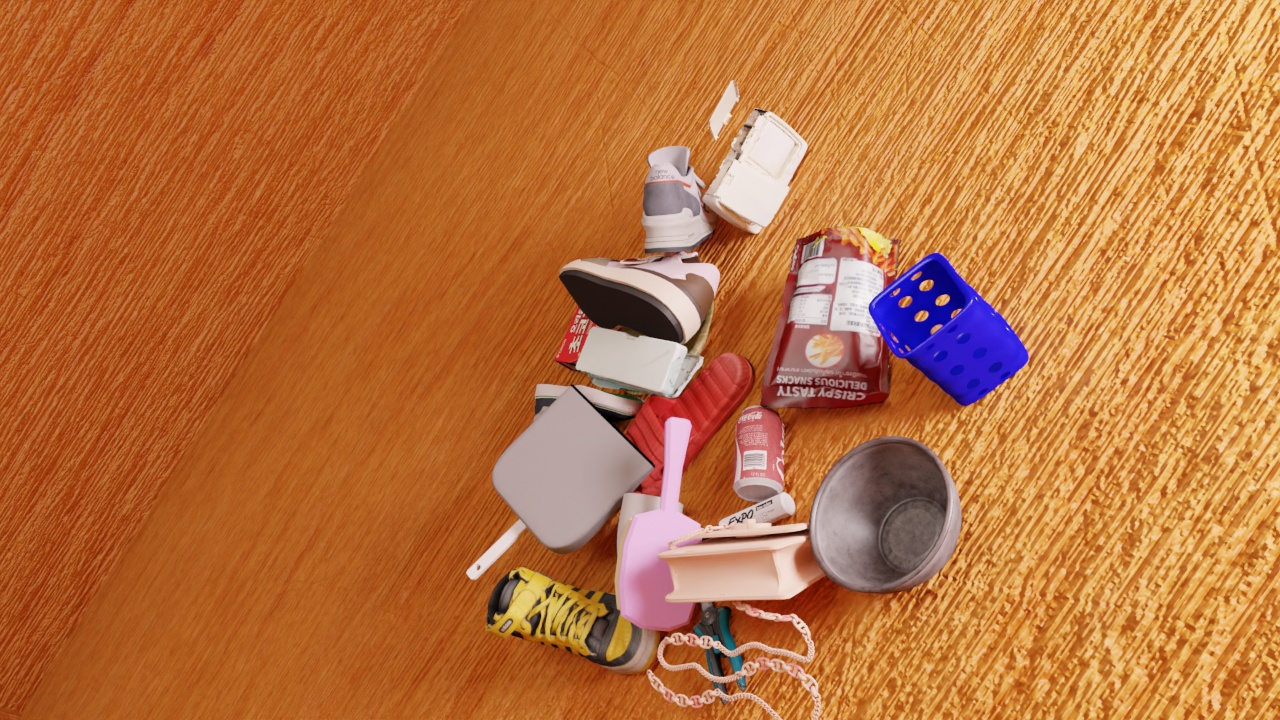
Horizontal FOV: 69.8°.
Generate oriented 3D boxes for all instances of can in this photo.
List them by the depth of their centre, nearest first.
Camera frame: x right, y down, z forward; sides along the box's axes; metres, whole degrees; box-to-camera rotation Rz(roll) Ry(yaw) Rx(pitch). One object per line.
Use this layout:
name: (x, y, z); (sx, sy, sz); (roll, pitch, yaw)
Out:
can: (0.130, 0.101, 1.004); (0.054, 0.054, 0.096); (-24, 47, 40)

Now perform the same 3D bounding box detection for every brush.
brush: (0.025, 0.177, 1.011); (0.043, 0.089, 0.228); (146, 133, -74)

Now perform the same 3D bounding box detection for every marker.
marker: (0.111, 0.176, 0.995); (0.126, 0.025, 0.025); (-31, 42, 34)

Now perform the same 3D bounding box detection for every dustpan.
dustpan: (-0.122, 0.172, 1.134); (0.257, 0.033, 0.163); (-44, 59, -6)

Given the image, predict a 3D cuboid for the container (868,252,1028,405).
container: (0.287, -0.026, 0.851); (0.085, 0.113, 0.084); (-41, 38, 23)

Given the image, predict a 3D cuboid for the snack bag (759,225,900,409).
snack bag: (0.209, -0.046, 0.998); (0.139, 0.066, 0.207); (3, 65, 27)

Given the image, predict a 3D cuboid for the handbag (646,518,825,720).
handbag: (0.109, 0.254, 0.914); (0.199, 0.116, 0.187); (-14, 84, 40)

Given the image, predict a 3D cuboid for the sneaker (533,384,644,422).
sneaker: (-0.075, 0.078, 1.264); (0.236, 0.084, 0.079); (-1, 77, 55)

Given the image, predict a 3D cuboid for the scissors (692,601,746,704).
scissors: (0.085, 0.285, 0.951); (0.135, 0.019, 0.130); (-4, 55, 50)

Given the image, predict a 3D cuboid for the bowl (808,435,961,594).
bowl: (0.231, 0.147, 0.829); (0.145, 0.067, 0.144); (-31, 43, 34)

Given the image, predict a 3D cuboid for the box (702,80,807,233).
box: (0.134, -0.254, 1.163); (0.081, 0.181, 0.143); (32, 95, 51)

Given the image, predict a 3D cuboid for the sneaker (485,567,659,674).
sneaker: (-0.090, 0.298, 1.068); (0.239, 0.122, 0.086); (-7, 60, 50)

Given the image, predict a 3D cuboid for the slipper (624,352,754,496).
slipper: (0.035, 0.080, 1.135); (0.249, 0.059, 0.103); (-46, 36, 16)

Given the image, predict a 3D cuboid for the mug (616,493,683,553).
mug: (0.003, 0.209, 1.080); (0.107, 0.071, 0.089); (138, 144, -71)

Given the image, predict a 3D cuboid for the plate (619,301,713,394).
plate: (0.040, -0.031, 1.233); (0.185, 0.036, 0.184); (-32, 42, 33)

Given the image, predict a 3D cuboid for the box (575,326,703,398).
box: (-0.010, 0.003, 1.179); (0.085, 0.072, 0.199); (-41, 28, -25)

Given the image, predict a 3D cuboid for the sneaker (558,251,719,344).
sneaker: (-0.001, -0.109, 1.238); (0.116, 0.112, 0.294); (-44, 29, -19)

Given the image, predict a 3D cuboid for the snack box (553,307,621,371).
snack box: (-0.050, -0.056, 1.365); (0.133, 0.036, 0.152); (7, 70, 53)

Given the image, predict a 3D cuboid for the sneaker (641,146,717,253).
sneaker: (0.050, -0.221, 1.218); (0.089, 0.124, 0.239); (-2, 20, 11)
